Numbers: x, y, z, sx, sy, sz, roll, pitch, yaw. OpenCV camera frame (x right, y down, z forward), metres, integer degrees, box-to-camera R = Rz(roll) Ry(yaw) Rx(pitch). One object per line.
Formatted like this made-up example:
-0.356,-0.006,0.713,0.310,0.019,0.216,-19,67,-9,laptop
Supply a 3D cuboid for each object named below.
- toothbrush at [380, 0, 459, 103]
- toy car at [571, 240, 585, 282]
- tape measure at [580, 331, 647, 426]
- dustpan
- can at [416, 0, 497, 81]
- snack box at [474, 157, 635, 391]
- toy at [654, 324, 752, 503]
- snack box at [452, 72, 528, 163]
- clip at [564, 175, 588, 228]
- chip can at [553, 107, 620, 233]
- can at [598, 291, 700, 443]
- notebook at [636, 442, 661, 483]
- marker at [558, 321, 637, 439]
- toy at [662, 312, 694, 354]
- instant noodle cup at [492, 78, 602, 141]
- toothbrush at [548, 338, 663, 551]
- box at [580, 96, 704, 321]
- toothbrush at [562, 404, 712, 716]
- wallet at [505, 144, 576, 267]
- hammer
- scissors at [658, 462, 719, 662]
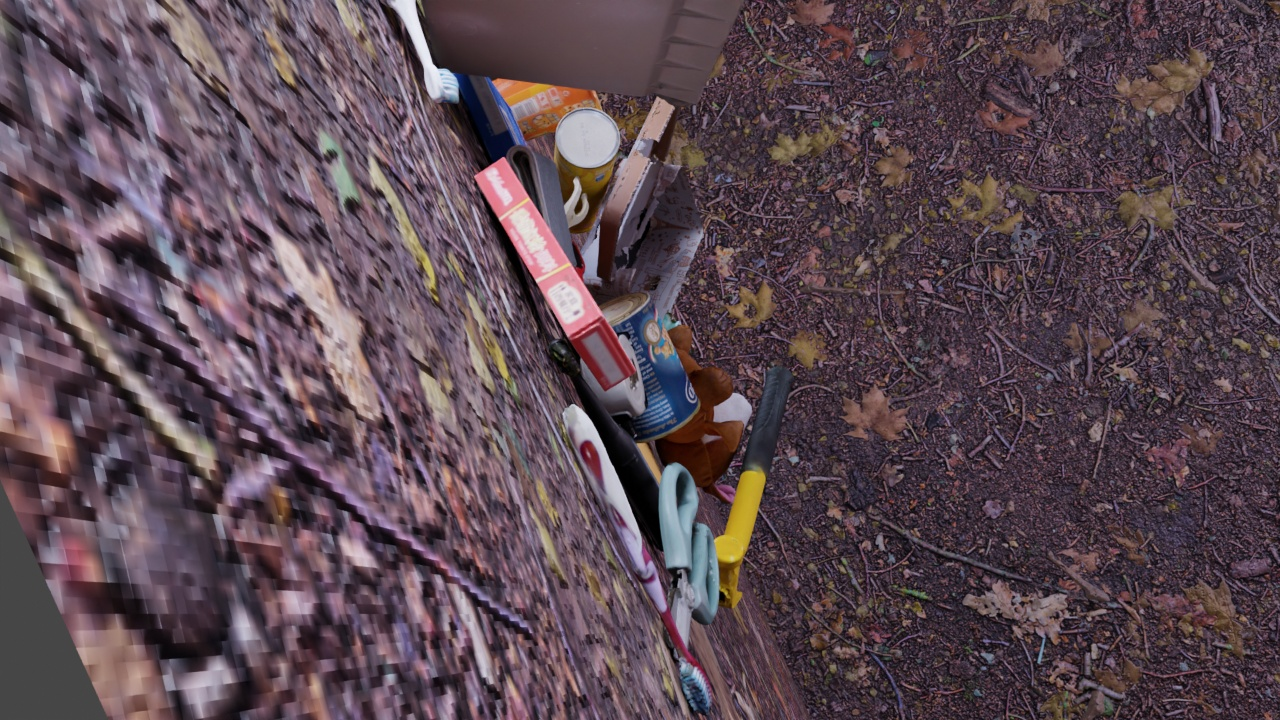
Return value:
-0.151,-0.239,0.542,0.027,0.026,0.221,-44,-116,47,toothbrush
-0.071,-0.096,0.877,0.106,0.031,0.049,-114,180,-79,toy car
-0.020,0.014,0.689,0.066,0.034,0.066,-47,122,-75,tape measure
-0.069,-0.289,0.629,0.223,0.257,0.142,140,-50,-81,dustpan
-0.150,-0.291,0.773,0.083,0.057,0.102,-83,148,-81,can
-0.056,-0.056,0.590,0.153,0.025,0.075,57,-2,31,snack box
0.058,0.059,0.970,0.140,0.130,0.200,-122,-166,-47,toy
-0.122,-0.199,0.815,0.157,0.026,0.084,-38,104,-88,snack box
-0.095,-0.150,0.971,0.101,0.096,0.035,-65,152,-25,clip
-0.068,-0.215,1.066,0.214,0.072,0.072,124,-58,-76,chip can
-0.005,0.005,0.784,0.075,0.075,0.111,-108,172,-71,can
0.010,0.106,0.878,0.146,0.010,0.206,62,4,-54,notebook
-0.035,0.010,0.734,0.132,0.020,0.022,66,31,-23,marker
0.038,-0.006,1.028,0.096,0.030,0.092,-142,-133,-65,toy
-0.120,-0.316,1.016,0.151,0.111,0.151,-22,88,-88,instant noodle cup
-0.013,0.061,0.608,0.027,0.026,0.213,50,-10,47,toothbrush
-0.004,-0.154,0.991,0.261,0.103,0.178,64,45,-59,box
-0.001,0.110,0.501,0.017,0.016,0.187,-46,113,-77,toothbrush
-0.079,-0.111,0.726,0.129,0.037,0.106,-83,161,-82,wallet
0.116,0.120,0.943,0.129,0.033,0.299,90,17,-46,hammer
0.035,0.155,0.605,0.184,0.019,0.129,-86,157,-52,scissors
